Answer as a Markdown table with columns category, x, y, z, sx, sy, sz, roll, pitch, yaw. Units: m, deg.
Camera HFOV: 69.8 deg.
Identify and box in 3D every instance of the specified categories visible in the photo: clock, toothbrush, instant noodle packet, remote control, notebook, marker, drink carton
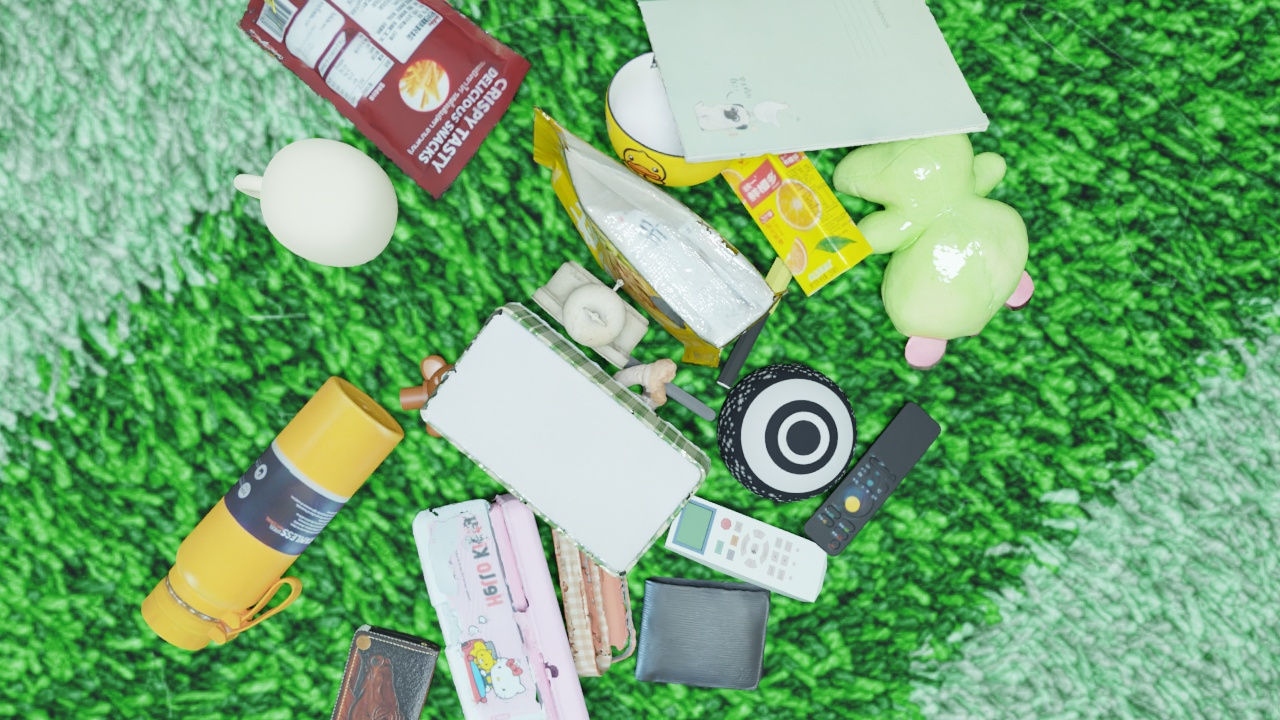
| category | x | y | z | sx | sy | sz | roll | pitch | yaw |
| --- | --- | --- | --- | --- | --- | --- | --- | --- | --- |
| clock | -0.034 | -0.039 | 0.709 | 0.093 | 0.141 | 0.054 | 39 | 91 | -6 |
| toothbrush | -0.005 | 0.005 | 0.790 | 0.167 | 0.013 | 0.013 | 33 | 87 | -6 |
| instant noodle packet | -0.005 | -0.097 | 0.714 | 0.221 | 0.163 | 0.084 | 44 | 88 | -4 |
| remote control | 0.091 | 0.163 | 0.790 | 0.143 | 0.024 | 0.049 | 22 | 67 | -6 |
| notebook | 0.137 | -0.245 | 0.751 | 0.252 | 0.010 | 0.181 | -8 | 62 | -10 |
| marker | 0.099 | -0.034 | 0.795 | 0.021 | 0.017 | 0.124 | 30 | 87 | -49 |
| remote control | 0.201 | 0.102 | 0.798 | 0.041 | 0.020 | 0.151 | 43 | 81 | -1 |
| drink carton | 0.130 | -0.127 | 0.768 | 0.042 | 0.059 | 0.134 | -34 | 88 | -36 |

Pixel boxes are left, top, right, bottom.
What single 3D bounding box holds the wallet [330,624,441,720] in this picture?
| category | x | y | z | sx | sy | sz | roll | pitch | yaw |
| --- | --- | --- | --- | --- | --- | --- | --- | --- | --- |
| wallet | -0.219 | 0.290 | 0.770 | 0.072 | 0.019 | 0.123 | 16 | 89 | -1 |

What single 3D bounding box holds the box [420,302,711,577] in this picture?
| category | x | y | z | sx | sy | sz | roll | pitch | yaw |
| --- | --- | --- | --- | --- | --- | --- | --- | --- | --- |
| box | -0.057 | 0.059 | 0.699 | 0.205 | 0.051 | 0.118 | 38 | 102 | 4 |

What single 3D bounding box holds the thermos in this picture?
| category | x | y | z | sx | sy | sz | roll | pitch | yaw |
| --- | --- | --- | --- | --- | --- | --- | --- | --- | --- |
| thermos | -0.289 | 0.127 | 0.729 | 0.091 | 0.076 | 0.232 | 39 | 86 | 31 |

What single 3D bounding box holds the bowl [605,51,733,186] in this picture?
| category | x | y | z | sx | sy | sz | roll | pitch | yaw |
| --- | --- | --- | --- | --- | --- | --- | --- | --- | --- |
| bowl | 0.028 | -0.189 | 0.754 | 0.117 | 0.068 | 0.117 | 3 | 61 | -5 |

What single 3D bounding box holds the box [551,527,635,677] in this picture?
| category | x | y | z | sx | sy | sz | roll | pitch | yaw |
| --- | --- | --- | --- | --- | --- | --- | --- | --- | --- |
| box | -0.042 | 0.167 | 0.766 | 0.042 | 0.082 | 0.187 | -7 | 93 | 21 |

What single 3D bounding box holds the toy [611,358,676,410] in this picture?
| category | x | y | z | sx | sy | sz | roll | pitch | yaw |
| --- | --- | --- | --- | --- | --- | --- | --- | --- | --- |
| toy | -0.022 | 0.038 | 0.759 | 0.106 | 0.074 | 0.085 | 3 | 90 | 9 |

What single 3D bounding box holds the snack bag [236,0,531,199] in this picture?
| category | x | y | z | sx | sy | sz | roll | pitch | yaw |
| --- | --- | --- | --- | --- | --- | --- | --- | --- | --- |
| snack bag | -0.207 | -0.250 | 0.746 | 0.208 | 0.066 | 0.139 | 38 | 92 | -6 |

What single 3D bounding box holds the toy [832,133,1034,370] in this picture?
| category | x | y | z | sx | sy | sz | roll | pitch | yaw |
| --- | --- | --- | --- | --- | --- | --- | --- | --- | --- |
| toy | 0.253 | -0.110 | 0.771 | 0.150 | 0.107 | 0.197 | -29 | 84 | -5 |

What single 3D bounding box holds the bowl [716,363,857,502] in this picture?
| category | x | y | z | sx | sy | sz | roll | pitch | yaw |
| --- | --- | --- | --- | --- | --- | --- | --- | --- | --- |
| bowl | 0.129 | 0.063 | 0.775 | 0.120 | 0.066 | 0.120 | 0 | 91 | -5 |

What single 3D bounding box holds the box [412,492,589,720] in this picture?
| category | x | y | z | sx | sy | sz | roll | pitch | yaw |
| --- | --- | --- | --- | --- | --- | --- | --- | --- | --- |
| box | -0.103 | 0.209 | 0.752 | 0.077 | 0.147 | 0.201 | -16 | 92 | -45 |

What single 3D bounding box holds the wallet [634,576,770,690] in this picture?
| category | x | y | z | sx | sy | sz | roll | pitch | yaw |
| --- | --- | --- | --- | --- | --- | --- | --- | --- | --- |
| wallet | 0.056 | 0.236 | 0.791 | 0.115 | 0.026 | 0.089 | 5 | 92 | -5 |

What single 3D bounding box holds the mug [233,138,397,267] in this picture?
| category | x | y | z | sx | sy | sz | roll | pitch | yaw |
| --- | --- | --- | --- | --- | --- | --- | --- | --- | --- |
| mug | -0.258 | -0.128 | 0.721 | 0.120 | 0.100 | 0.096 | 11 | 89 | -5 |

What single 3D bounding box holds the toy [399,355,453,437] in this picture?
| category | x | y | z | sx | sy | sz | roll | pitch | yaw |
| --- | --- | --- | --- | --- | --- | --- | --- | --- | --- |
| toy | -0.134 | 0.023 | 0.754 | 0.128 | 0.065 | 0.095 | -7 | 86 | 0 |
